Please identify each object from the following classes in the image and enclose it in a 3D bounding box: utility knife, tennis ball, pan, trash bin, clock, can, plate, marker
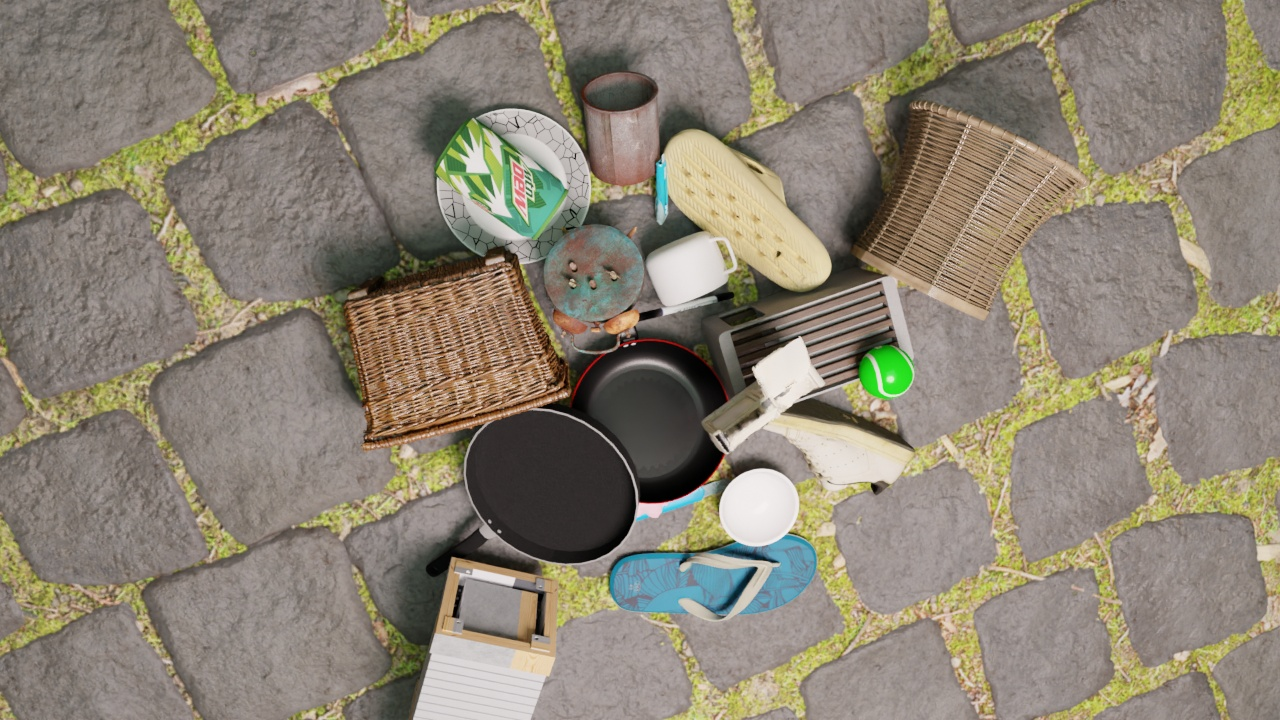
[{"bbox_3d":[0.025,-0.212,1.131,0.015,0.118,0.022,21,63,14],"label":"utility knife"},{"bbox_3d":[0.296,0.014,1.106,0.065,0.065,0.065,-1,102,-7],"label":"tennis ball"},{"bbox_3d":[-0.007,0.007,1.183,0.208,0.067,0.356,-14,85,-11],"label":"pan"},{"bbox_3d":[0.210,-0.027,1.181,0.229,0.114,0.114,-19,103,-3],"label":"trash bin"},{"bbox_3d":[0.037,0.195,1.256,0.196,0.015,0.031,-15,106,-5],"label":"utility knife"},{"bbox_3d":[-0.055,-0.087,1.120,0.121,0.073,0.157,0,86,5],"label":"clock"},{"bbox_3d":[-0.165,-0.214,1.093,0.144,0.083,0.083,34,95,-12],"label":"can"},{"bbox_3d":[-0.157,-0.216,1.147,0.188,0.016,0.189,-1,102,-7],"label":"plate"},{"bbox_3d":[0.057,-0.069,1.179,0.151,0.011,0.011,-15,104,-26],"label":"marker"},{"bbox_3d":[-0.156,0.188,1.167,0.357,0.034,0.225,-36,101,28],"label":"pan"},{"bbox_3d":[-0.208,0.406,1.174,0.142,0.142,0.247,15,114,-10],"label":"trash bin"}]

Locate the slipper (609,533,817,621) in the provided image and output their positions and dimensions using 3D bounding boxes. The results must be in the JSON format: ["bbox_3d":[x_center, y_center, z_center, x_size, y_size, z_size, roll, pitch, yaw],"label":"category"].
[{"bbox_3d":[0.106,0.309,1.267,0.295,0.060,0.118,-3,105,-6],"label":"slipper"}]

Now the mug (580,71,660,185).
[{"bbox_3d":[-0.024,-0.287,1.105,0.096,0.122,0.110,-3,136,-6],"label":"mug"}]

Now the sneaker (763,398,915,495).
[{"bbox_3d":[0.247,0.119,1.237,0.241,0.089,0.102,18,107,-15],"label":"sneaker"}]

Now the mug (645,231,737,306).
[{"bbox_3d":[0.066,-0.119,1.148,0.116,0.094,0.068,-16,103,34],"label":"mug"}]

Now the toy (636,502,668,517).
[{"bbox_3d":[0.011,0.164,1.227,0.102,0.050,0.093,4,89,-11],"label":"toy"}]

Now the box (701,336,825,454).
[{"bbox_3d":[0.138,0.042,1.039,0.145,0.186,0.066,-36,78,-4],"label":"box"}]

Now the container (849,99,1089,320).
[{"bbox_3d":[0.388,-0.179,1.125,0.227,0.226,0.196,23,104,-11],"label":"container"}]

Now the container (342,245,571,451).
[{"bbox_3d":[-0.228,-0.023,1.101,0.250,0.162,0.183,-15,103,-2],"label":"container"}]

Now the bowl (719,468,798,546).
[{"bbox_3d":[0.158,0.195,1.258,0.110,0.040,0.110,-2,102,-7],"label":"bowl"}]

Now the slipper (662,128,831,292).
[{"bbox_3d":[0.137,-0.192,1.156,0.261,0.079,0.112,41,135,-7],"label":"slipper"}]
